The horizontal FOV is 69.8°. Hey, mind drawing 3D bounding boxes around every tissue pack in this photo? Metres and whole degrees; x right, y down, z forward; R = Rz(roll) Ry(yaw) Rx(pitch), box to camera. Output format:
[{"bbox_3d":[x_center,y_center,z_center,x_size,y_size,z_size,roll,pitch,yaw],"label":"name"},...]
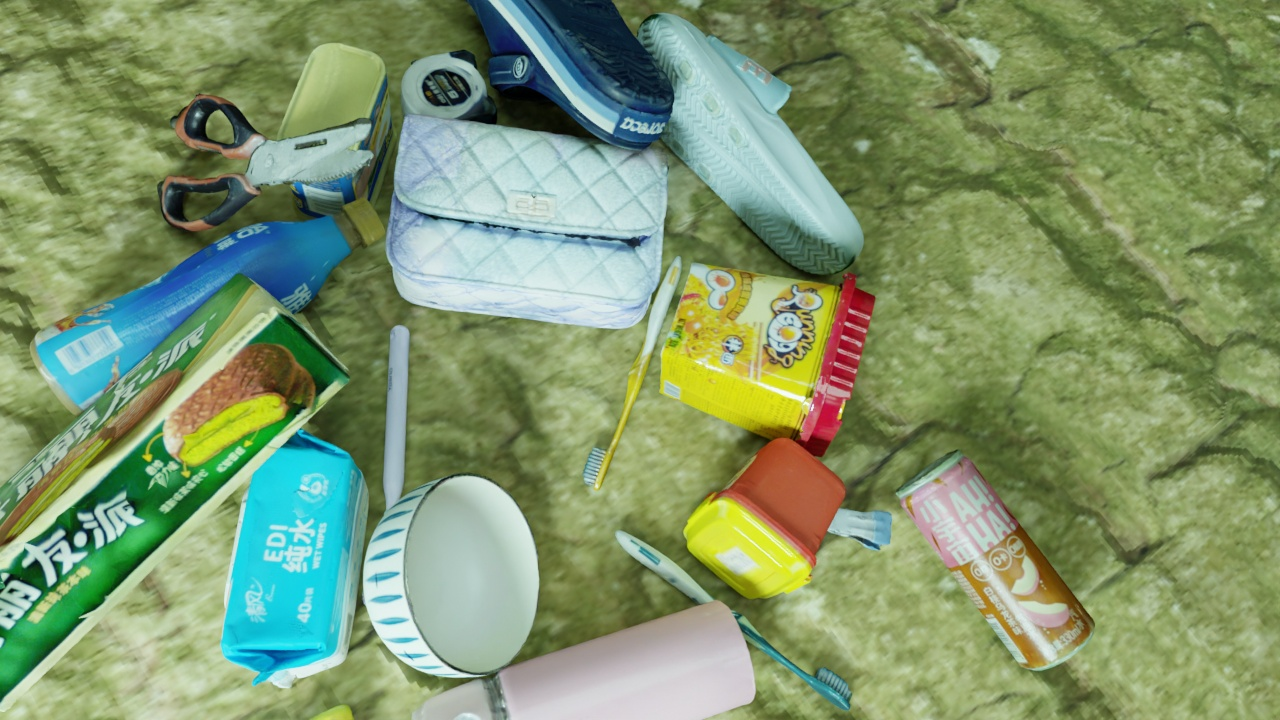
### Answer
[{"bbox_3d":[-0.200,0.117,0.535,0.063,0.090,0.139,5,69,-8],"label":"tissue pack"}]

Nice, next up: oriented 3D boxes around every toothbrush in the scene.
[{"bbox_3d":[-0.004,0.004,0.657,0.018,0.016,0.191,18,68,4],"label":"toothbrush"},{"bbox_3d":[0.062,0.169,0.609,0.191,0.016,0.018,36,57,3],"label":"toothbrush"},{"bbox_3d":[-0.165,0.064,0.602,0.021,0.029,0.189,23,58,-47],"label":"toothbrush"}]

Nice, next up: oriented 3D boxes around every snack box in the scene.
[{"bbox_3d":[-0.278,0.061,0.505,0.239,0.114,0.063,-46,122,-12],"label":"snack box"},{"bbox_3d":[0.084,0.103,0.599,0.082,0.091,0.080,40,61,5],"label":"snack box"}]

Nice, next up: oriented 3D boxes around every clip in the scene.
[{"bbox_3d":[0.147,0.114,0.643,0.058,0.041,0.026,14,70,-1],"label":"clip"}]

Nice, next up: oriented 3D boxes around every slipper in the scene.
[{"bbox_3d":[0.086,-0.171,0.695,0.074,0.104,0.245,-40,86,-18],"label":"slipper"},{"bbox_3d":[-0.064,-0.231,0.693,0.105,0.095,0.252,-2,45,-45],"label":"slipper"}]

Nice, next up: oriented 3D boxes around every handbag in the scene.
[{"bbox_3d":[-0.076,-0.100,0.649,0.194,0.076,0.134,6,70,-10],"label":"handbag"}]

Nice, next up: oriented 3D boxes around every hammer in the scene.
[{"bbox_3d":[-0.113,0.346,0.500,0.126,0.032,0.323,-23,76,-18],"label":"hammer"}]

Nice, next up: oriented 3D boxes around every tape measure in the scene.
[{"bbox_3d":[-0.148,-0.197,0.694,0.066,0.034,0.065,-16,72,-19],"label":"tape measure"}]

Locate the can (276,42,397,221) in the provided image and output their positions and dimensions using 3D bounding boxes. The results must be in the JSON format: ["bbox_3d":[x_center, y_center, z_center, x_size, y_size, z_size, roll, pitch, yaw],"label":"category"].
[{"bbox_3d":[-0.209,-0.155,0.639,0.057,0.083,0.102,14,68,-6],"label":"can"}]

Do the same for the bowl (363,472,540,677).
[{"bbox_3d":[-0.120,0.130,0.548,0.066,0.116,0.116,-17,67,30],"label":"bowl"}]

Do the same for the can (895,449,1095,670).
[{"bbox_3d":[0.242,0.136,0.632,0.057,0.058,0.147,-31,79,-20],"label":"can"}]

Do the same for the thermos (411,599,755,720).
[{"bbox_3d":[-0.030,0.212,0.545,0.198,0.067,0.087,-14,63,-17],"label":"thermos"}]

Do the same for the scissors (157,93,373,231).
[{"bbox_3d":[-0.242,-0.137,0.581,0.015,0.206,0.197,7,47,-55],"label":"scissors"}]

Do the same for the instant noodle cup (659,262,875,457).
[{"bbox_3d":[0.083,-0.005,0.631,0.124,0.116,0.116,17,68,8],"label":"instant noodle cup"}]

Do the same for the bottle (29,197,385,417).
[{"bbox_3d":[-0.268,-0.043,0.591,0.218,0.065,0.065,-33,79,-18],"label":"bottle"}]
